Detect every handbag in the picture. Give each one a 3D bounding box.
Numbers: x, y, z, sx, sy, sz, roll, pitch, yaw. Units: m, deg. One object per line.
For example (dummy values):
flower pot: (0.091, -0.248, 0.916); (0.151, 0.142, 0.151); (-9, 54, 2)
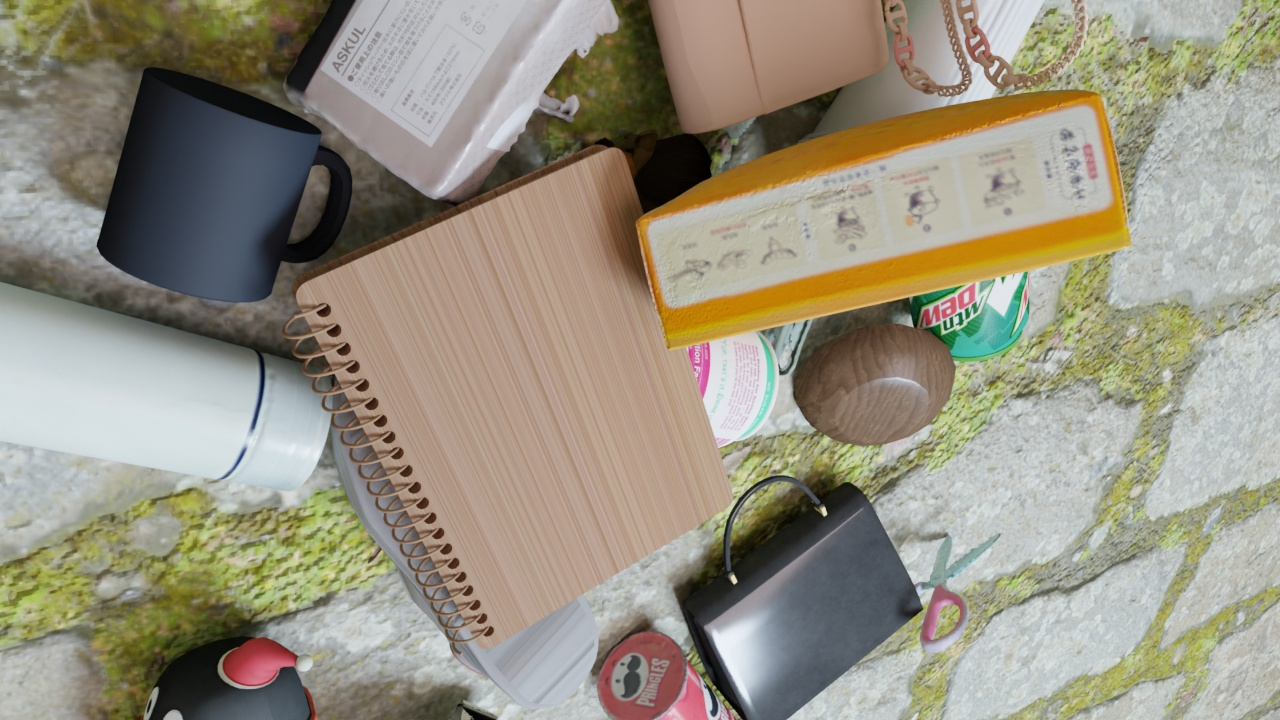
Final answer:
handbag: (0.074, -0.202, 0.408); (0.116, 0.187, 0.199); (-25, 114, -20)
handbag: (0.115, 0.169, 0.724); (0.175, 0.072, 0.196); (-34, 124, -13)

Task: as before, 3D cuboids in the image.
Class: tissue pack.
tissue pack: (-0.064, -0.163, 0.413); (0.104, 0.071, 0.181); (34, 93, 5)

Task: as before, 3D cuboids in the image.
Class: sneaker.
sneaker: (-0.115, 0.093, 0.527); (0.099, 0.090, 0.236); (-36, 107, -37)

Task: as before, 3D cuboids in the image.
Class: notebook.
notebook: (-0.053, 0.025, 0.447); (0.169, 0.022, 0.210); (-28, 117, -16)

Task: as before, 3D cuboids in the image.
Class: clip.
clip: (0.103, -0.025, 0.635); (0.047, 0.023, 0.076); (9, 108, -33)

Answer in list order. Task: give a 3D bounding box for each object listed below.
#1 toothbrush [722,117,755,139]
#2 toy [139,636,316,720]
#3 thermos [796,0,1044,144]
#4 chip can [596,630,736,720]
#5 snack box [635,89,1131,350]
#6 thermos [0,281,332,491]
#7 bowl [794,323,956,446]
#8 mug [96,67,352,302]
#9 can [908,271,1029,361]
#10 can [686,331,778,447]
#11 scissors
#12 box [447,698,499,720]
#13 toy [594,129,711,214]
toothbrush: (0.112, -0.206, 0.550); (0.187, 0.012, 0.017); (-48, 143, -1)
toy: (-0.228, 0.203, 0.505); (0.099, 0.098, 0.119); (-12, 114, -47)
thermos: (0.170, -0.162, 0.557); (0.099, 0.099, 0.220); (28, 94, -39)
chip can: (0.048, 0.309, 0.750); (0.073, 0.073, 0.233); (-39, 130, -9)
snack box: (0.112, -0.072, 0.447); (0.195, 0.145, 0.080); (-13, 95, 19)
thermos: (-0.254, 0.006, 0.398); (0.229, 0.068, 0.068); (18, 104, -38)
bowl: (0.173, 0.026, 0.666); (0.118, 0.030, 0.118); (-1, 134, -1)
mug: (-0.175, -0.074, 0.408); (0.105, 0.071, 0.077); (1, 116, -58)
can: (0.228, -0.076, 0.646); (0.083, 0.083, 0.144); (-31, 128, -15)
can: (-0.003, 0.003, 0.540); (0.165, 0.088, 0.088); (10, 109, -36)
scissors: (0.244, 0.206, 0.814); (0.014, 0.159, 0.172); (58, 34, -9)
box: (-0.107, 0.340, 0.573); (0.101, 0.194, 0.144); (27, 105, -12)
toy: (-0.006, -0.100, 0.501); (0.076, 0.062, 0.100); (-34, 157, 35)
